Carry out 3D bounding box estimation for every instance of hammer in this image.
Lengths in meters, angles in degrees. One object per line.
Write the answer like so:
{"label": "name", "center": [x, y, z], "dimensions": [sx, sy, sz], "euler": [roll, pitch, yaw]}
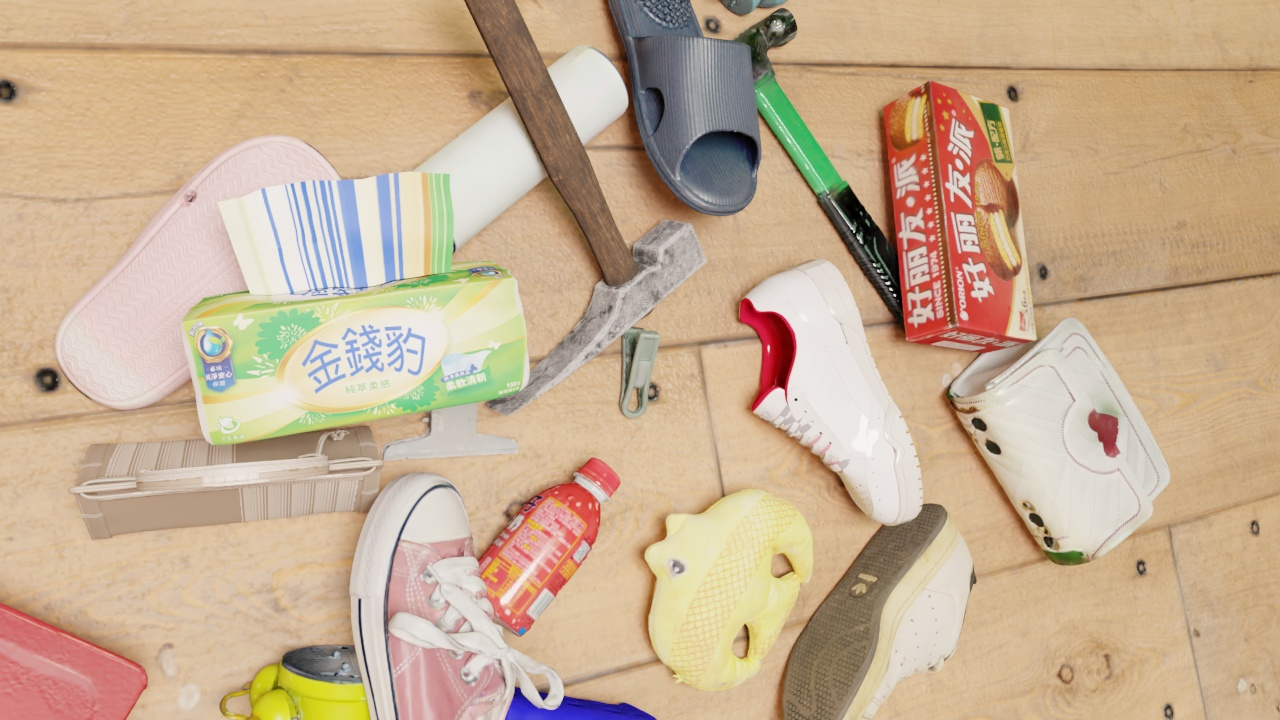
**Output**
{"label": "hammer", "center": [-0.084, -0.131, 0.659], "dimensions": [0.217, 0.037, 0.301], "euler": [-41, 124, -23]}
{"label": "hammer", "center": [0.173, -0.156, 0.838], "dimensions": [0.130, 0.032, 0.319], "euler": [-40, 99, -23]}

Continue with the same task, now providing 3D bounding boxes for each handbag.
{"label": "handbag", "center": [0.392, 0.074, 0.863], "dimensions": [0.141, 0.096, 0.198], "euler": [-39, 100, -21]}
{"label": "handbag", "center": [-0.240, 0.071, 0.545], "dimensions": [0.175, 0.198, 0.062], "euler": [-3, 84, -23]}

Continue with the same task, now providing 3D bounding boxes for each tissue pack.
{"label": "tissue pack", "center": [-0.176, -0.042, 0.569], "dimensions": [0.197, 0.120, 0.141], "euler": [-11, 105, -22]}

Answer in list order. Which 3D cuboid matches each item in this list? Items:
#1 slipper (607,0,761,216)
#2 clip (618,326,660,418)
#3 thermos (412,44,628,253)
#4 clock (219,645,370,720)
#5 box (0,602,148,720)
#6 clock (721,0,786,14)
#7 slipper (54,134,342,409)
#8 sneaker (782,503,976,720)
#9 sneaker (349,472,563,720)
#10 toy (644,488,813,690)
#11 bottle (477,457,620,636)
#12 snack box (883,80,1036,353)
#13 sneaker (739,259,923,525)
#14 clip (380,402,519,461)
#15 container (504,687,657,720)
{"label": "slipper", "center": [0.045, -0.242, 0.735], "dimensions": [0.101, 0.083, 0.263], "euler": [-3, 67, -35]}
{"label": "clip", "center": [-0.003, 0.011, 0.744], "dimensions": [0.023, 0.061, 0.076], "euler": [4, 97, -21]}
{"label": "thermos", "center": [-0.108, -0.153, 0.701], "dimensions": [0.229, 0.068, 0.068], "euler": [-44, 100, -20]}
{"label": "clock", "center": [-0.211, 0.221, 0.602], "dimensions": [0.119, 0.083, 0.057], "euler": [9, 86, -24]}
{"label": "box", "center": [-0.382, 0.200, 0.512], "dimensions": [0.157, 0.127, 0.136], "euler": [32, 67, -16]}
{"label": "clock", "center": [0.103, -0.364, 0.824], "dimensions": [0.124, 0.053, 0.090], "euler": [-29, 94, -20]}
{"label": "slipper", "center": [-0.289, -0.056, 0.620], "dimensions": [0.221, 0.056, 0.107], "euler": [-46, 102, -10]}
{"label": "sneaker", "center": [0.213, 0.239, 0.779], "dimensions": [0.102, 0.089, 0.241], "euler": [50, 64, -18]}
{"label": "sneaker", "center": [-0.118, 0.184, 0.579], "dimensions": [0.118, 0.088, 0.240], "euler": [16, 60, -55]}
{"label": "toy", "center": [0.068, 0.179, 0.735], "dimensions": [0.155, 0.065, 0.170], "euler": [40, 76, -26]}
{"label": "bottle", "center": [-0.068, 0.133, 0.683], "dimensions": [0.062, 0.062, 0.137], "euler": [45, 69, -11]}
{"label": "snack box", "center": [0.295, -0.130, 0.850], "dimensions": [0.113, 0.060, 0.236], "euler": [7, 74, -31]}
{"label": "sneaker", "center": [0.148, 0.040, 0.776], "dimensions": [0.104, 0.090, 0.236], "euler": [-22, 93, -15]}
{"label": "clip", "center": [-0.139, 0.047, 0.680], "dimensions": [0.101, 0.044, 0.054], "euler": [-1, 96, -24]}
{"label": "container", "center": [-0.059, 0.283, 0.654], "dimensions": [0.113, 0.085, 0.084], "euler": [17, 76, -19]}
